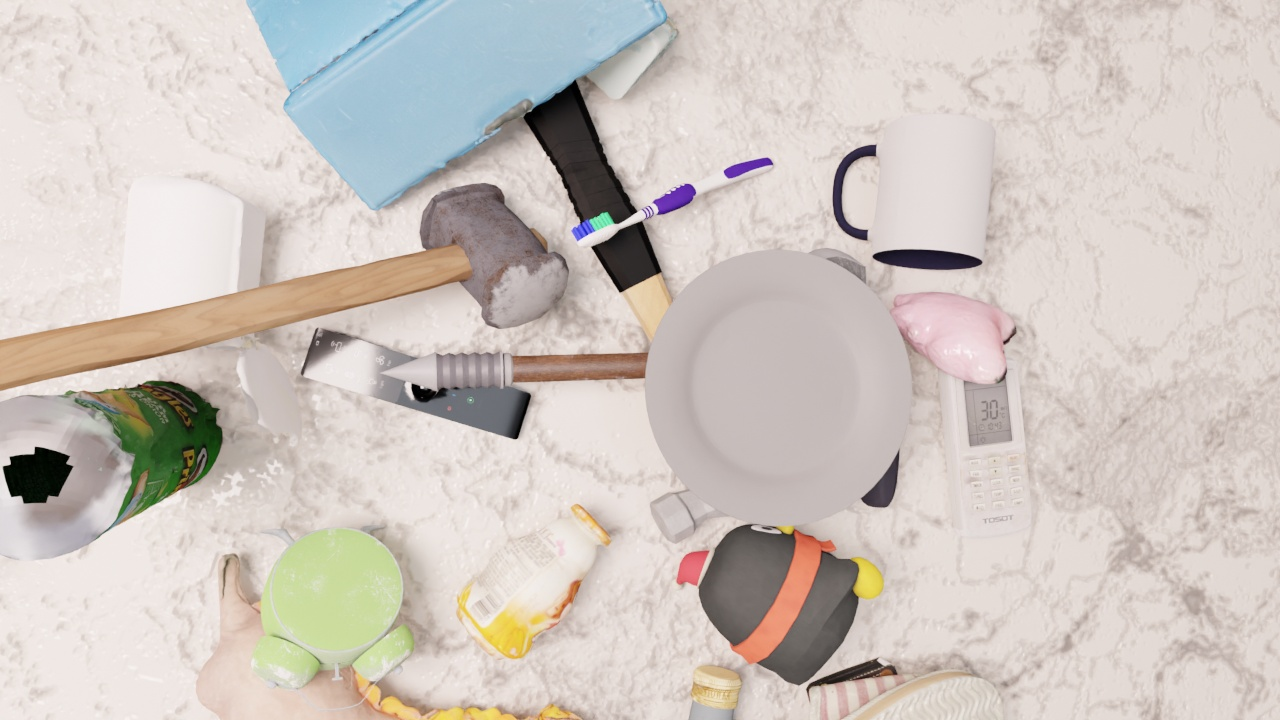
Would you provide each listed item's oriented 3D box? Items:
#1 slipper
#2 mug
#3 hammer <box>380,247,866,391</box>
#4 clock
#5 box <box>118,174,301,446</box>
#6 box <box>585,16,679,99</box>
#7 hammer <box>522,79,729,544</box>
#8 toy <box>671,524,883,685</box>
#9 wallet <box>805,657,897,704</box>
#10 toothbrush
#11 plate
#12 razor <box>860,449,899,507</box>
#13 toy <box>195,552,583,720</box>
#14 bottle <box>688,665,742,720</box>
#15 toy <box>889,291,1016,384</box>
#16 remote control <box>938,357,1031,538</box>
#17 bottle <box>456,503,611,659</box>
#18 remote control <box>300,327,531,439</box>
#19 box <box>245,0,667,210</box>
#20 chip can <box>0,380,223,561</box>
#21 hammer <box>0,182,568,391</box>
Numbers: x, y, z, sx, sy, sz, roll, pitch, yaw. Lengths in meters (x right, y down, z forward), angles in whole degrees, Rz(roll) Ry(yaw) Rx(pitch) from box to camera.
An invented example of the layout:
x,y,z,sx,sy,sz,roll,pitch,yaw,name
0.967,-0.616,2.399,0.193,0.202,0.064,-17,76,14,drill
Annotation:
x,y,z,sx,sy,sz,roll,pitch,yaw,name
0.137,0.288,0.637,0.262,0.052,0.115,-16,95,-19,slipper
0.199,-0.123,0.678,0.112,0.078,0.097,6,87,16,mug
-0.002,0.003,0.607,0.322,0.043,0.156,-2,87,-12,hammer
-0.189,0.153,0.564,0.094,0.043,0.119,1,60,-28,clock
-0.259,-0.028,0.563,0.118,0.084,0.160,6,88,-5,box
-0.058,-0.278,0.631,0.199,0.086,0.096,42,53,-10,box
0.007,-0.041,0.649,0.131,0.039,0.328,-28,94,-13,hammer
0.088,0.158,0.632,0.119,0.098,0.099,30,76,-1,toy
0.171,0.292,0.684,0.072,0.019,0.123,-17,92,-12,wallet
0.027,-0.114,0.635,0.186,0.015,0.016,-28,85,-33,toothbrush
0.090,0.017,0.596,0.178,0.012,0.178,1,87,-9,plate
0.172,0.038,0.681,0.052,0.047,0.143,-3,92,-37,razor
-0.152,0.226,0.596,0.264,0.065,0.196,5,78,-18,toy
0.041,0.299,0.642,0.072,0.046,0.161,11,86,-12,bottle
0.230,-0.022,0.678,0.093,0.102,0.050,20,120,14,toy
0.265,0.066,0.707,0.060,0.025,0.138,-5,90,-12,remote control
-0.069,0.145,0.613,0.108,0.063,0.063,-44,98,-9,bottle
-0.150,0.016,0.624,0.150,0.013,0.034,18,85,-11,remote control
-0.124,-0.218,0.562,0.232,0.066,0.173,-30,102,14,box
-0.280,0.049,0.487,0.075,0.223,0.075,0,90,-15,chip can
-0.193,-0.035,0.522,0.327,0.052,0.098,-20,55,-36,hammer
